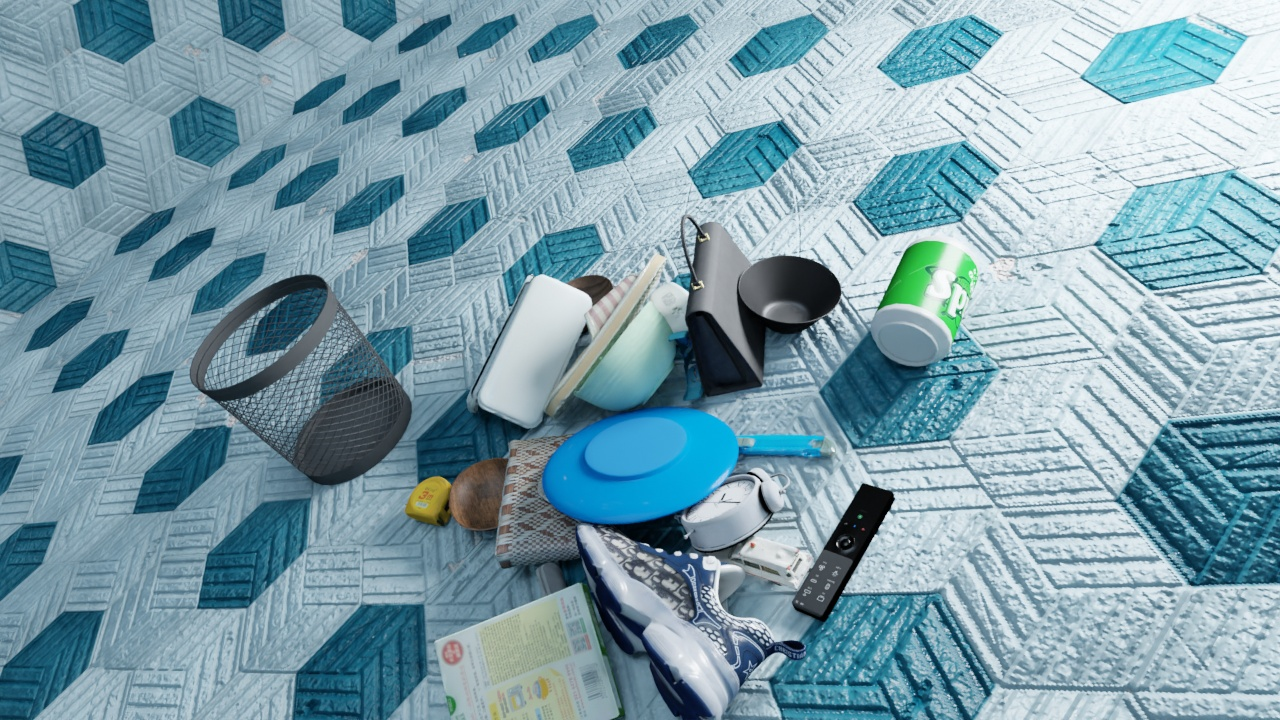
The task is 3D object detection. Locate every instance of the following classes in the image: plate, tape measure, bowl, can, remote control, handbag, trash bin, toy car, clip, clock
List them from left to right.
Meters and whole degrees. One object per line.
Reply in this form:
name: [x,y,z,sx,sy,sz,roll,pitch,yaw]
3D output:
trash bin: [-0.469,0.035,1.308,0.218,0.227,0.217,-18,40,16]
tape measure: [-0.267,0.180,1.180,0.068,0.030,0.058,4,50,33]
bowl: [-0.183,0.171,1.134,0.102,0.026,0.114,-16,42,-5]
handbag: [-0.102,0.155,1.075,0.124,0.047,0.185,-10,41,8]
bowl: [-0.087,-0.072,1.333,0.119,0.032,0.119,-18,40,16]
bowl: [-0.007,0.007,1.137,0.151,0.077,0.151,-52,0,-1]
plate: [-0.003,0.104,1.028,0.224,0.024,0.224,-10,27,5]
remote control: [0.048,-0.065,1.241,0.060,0.028,0.114,-34,39,-1]
clip: [0.064,0.007,1.131,0.033,0.122,0.120,-13,74,17]
handbag: [0.087,-0.091,1.110,0.072,0.196,0.175,-12,42,22]
clock: [0.098,0.150,0.944,0.122,0.035,0.094,-30,12,-2]
toy car: [0.114,0.192,0.911,0.113,0.039,0.039,9,52,43]
bowl: [0.182,-0.070,1.130,0.124,0.053,0.123,-1,46,1]
remote control: [0.198,0.183,0.891,0.034,0.013,0.149,14,57,42]
can: [0.318,-0.067,1.024,0.088,0.088,0.139,6,52,37]

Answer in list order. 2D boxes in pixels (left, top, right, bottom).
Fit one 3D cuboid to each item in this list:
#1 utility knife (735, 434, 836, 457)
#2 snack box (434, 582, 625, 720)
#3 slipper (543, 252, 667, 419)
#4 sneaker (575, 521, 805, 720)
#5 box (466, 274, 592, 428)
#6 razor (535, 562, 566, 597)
utility knife: [0.116,0.097,1.038,0.221,0.015,0.031,-5,41,31]
snack box: [-0.111,0.311,0.901,0.168,0.027,0.131,-24,66,8]
slipper: [-0.054,-0.039,1.210,0.052,0.115,0.262,34,77,2]
sneaker: [0.036,0.230,0.898,0.132,0.103,0.269,-27,37,-19]
box: [-0.151,-0.009,1.269,0.210,0.105,0.129,-65,6,-12]
razor: [-0.124,0.282,0.974,0.116,0.047,0.088,-36,38,6]
